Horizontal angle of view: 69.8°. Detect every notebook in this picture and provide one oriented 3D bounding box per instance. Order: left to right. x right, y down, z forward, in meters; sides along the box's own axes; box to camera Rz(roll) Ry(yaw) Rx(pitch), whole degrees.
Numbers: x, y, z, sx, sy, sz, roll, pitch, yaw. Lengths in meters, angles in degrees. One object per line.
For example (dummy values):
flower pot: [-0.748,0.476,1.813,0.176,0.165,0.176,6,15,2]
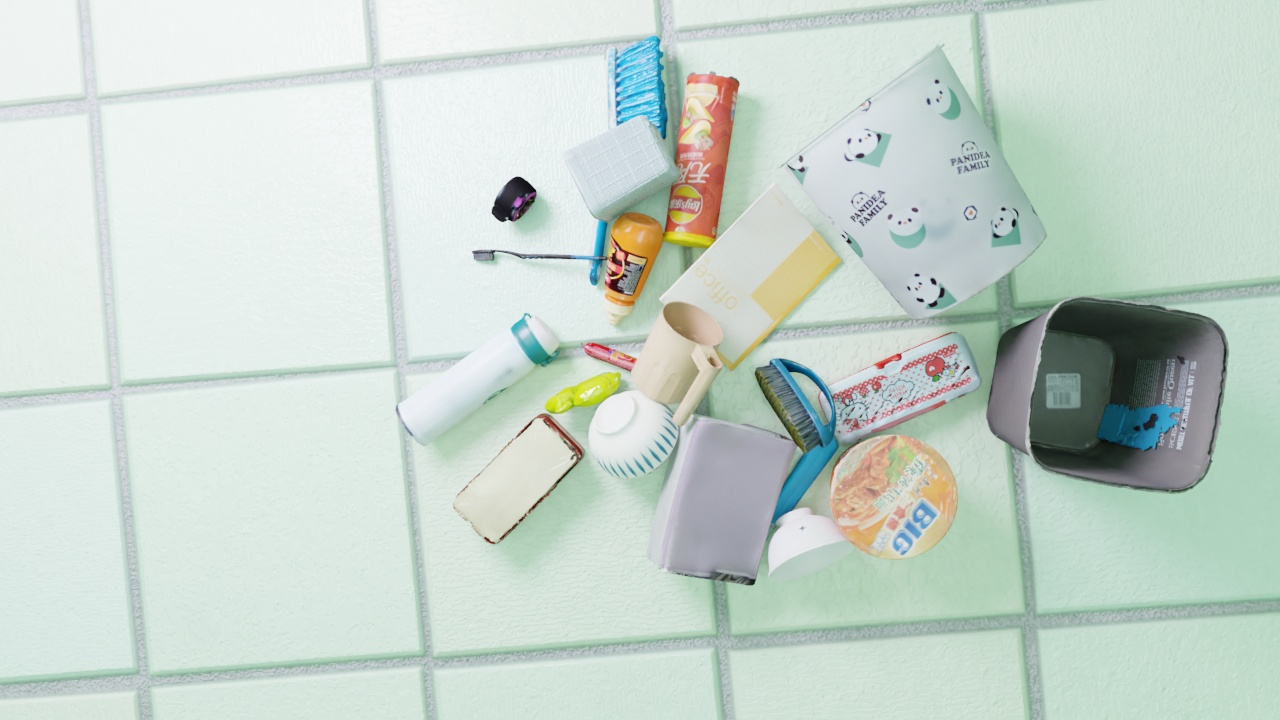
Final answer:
notebook: [0.143,-0.104,1.177,0.206,0.010,0.146,-45,112,3]

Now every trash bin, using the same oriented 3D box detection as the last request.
trash bin: [0.331,-0.201,1.093,0.229,0.229,0.252,-36,93,3]
trash bin: [0.525,0.037,1.077,0.199,0.219,0.199,9,90,4]

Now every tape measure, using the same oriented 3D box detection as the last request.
tape measure: [-0.162,-0.209,1.200,0.039,0.057,0.058,40,116,1]

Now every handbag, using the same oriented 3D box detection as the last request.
handbag: [0.101,0.175,1.166,0.145,0.098,0.197,15,90,-13]

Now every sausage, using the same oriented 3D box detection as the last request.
sausage: [-0.007,0.007,1.211,0.156,0.020,0.020,22,92,3]

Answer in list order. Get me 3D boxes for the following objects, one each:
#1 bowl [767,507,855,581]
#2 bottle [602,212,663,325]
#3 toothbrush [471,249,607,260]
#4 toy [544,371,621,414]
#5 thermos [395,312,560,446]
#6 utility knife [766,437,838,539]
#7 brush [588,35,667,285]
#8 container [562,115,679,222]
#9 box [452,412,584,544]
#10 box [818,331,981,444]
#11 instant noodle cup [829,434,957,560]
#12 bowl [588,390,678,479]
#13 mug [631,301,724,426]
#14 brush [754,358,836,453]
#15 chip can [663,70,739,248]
bowl: [0.206,0.227,1.166,0.118,0.118,0.064,-23,61,3]
bottle: [-0.017,-0.113,1.180,0.067,0.066,0.150,18,116,3]
toothbrush: [-0.134,-0.135,1.207,0.190,0.014,0.016,4,92,14]
toy: [-0.071,0.043,1.188,0.100,0.096,0.031,-15,106,32]
thermos: [-0.208,0.024,1.202,0.224,0.073,0.073,-35,88,3]
utility knife: [0.198,0.171,1.200,0.034,0.018,0.186,34,94,-4]
brush: [-0.019,-0.257,1.196,0.109,0.060,0.314,-2,93,9]
container: [-0.020,-0.237,1.129,0.111,0.090,0.090,-26,88,12]
box: [-0.160,0.152,1.193,0.091,0.077,0.168,45,92,2]
box: [0.332,0.037,1.176,0.201,0.047,0.087,-24,89,3]
instant noodle cup: [0.304,0.162,1.145,0.151,0.111,0.151,0,90,4]
bowl: [-0.017,0.084,1.158,0.117,0.066,0.116,-18,46,20]
mug: [0.051,0.005,1.132,0.084,0.124,0.104,5,130,-30]
brush: [0.202,0.050,1.154,0.073,0.055,0.143,-26,49,-4]
chip can: [0.078,-0.255,1.178,0.073,0.073,0.216,8,90,3]
